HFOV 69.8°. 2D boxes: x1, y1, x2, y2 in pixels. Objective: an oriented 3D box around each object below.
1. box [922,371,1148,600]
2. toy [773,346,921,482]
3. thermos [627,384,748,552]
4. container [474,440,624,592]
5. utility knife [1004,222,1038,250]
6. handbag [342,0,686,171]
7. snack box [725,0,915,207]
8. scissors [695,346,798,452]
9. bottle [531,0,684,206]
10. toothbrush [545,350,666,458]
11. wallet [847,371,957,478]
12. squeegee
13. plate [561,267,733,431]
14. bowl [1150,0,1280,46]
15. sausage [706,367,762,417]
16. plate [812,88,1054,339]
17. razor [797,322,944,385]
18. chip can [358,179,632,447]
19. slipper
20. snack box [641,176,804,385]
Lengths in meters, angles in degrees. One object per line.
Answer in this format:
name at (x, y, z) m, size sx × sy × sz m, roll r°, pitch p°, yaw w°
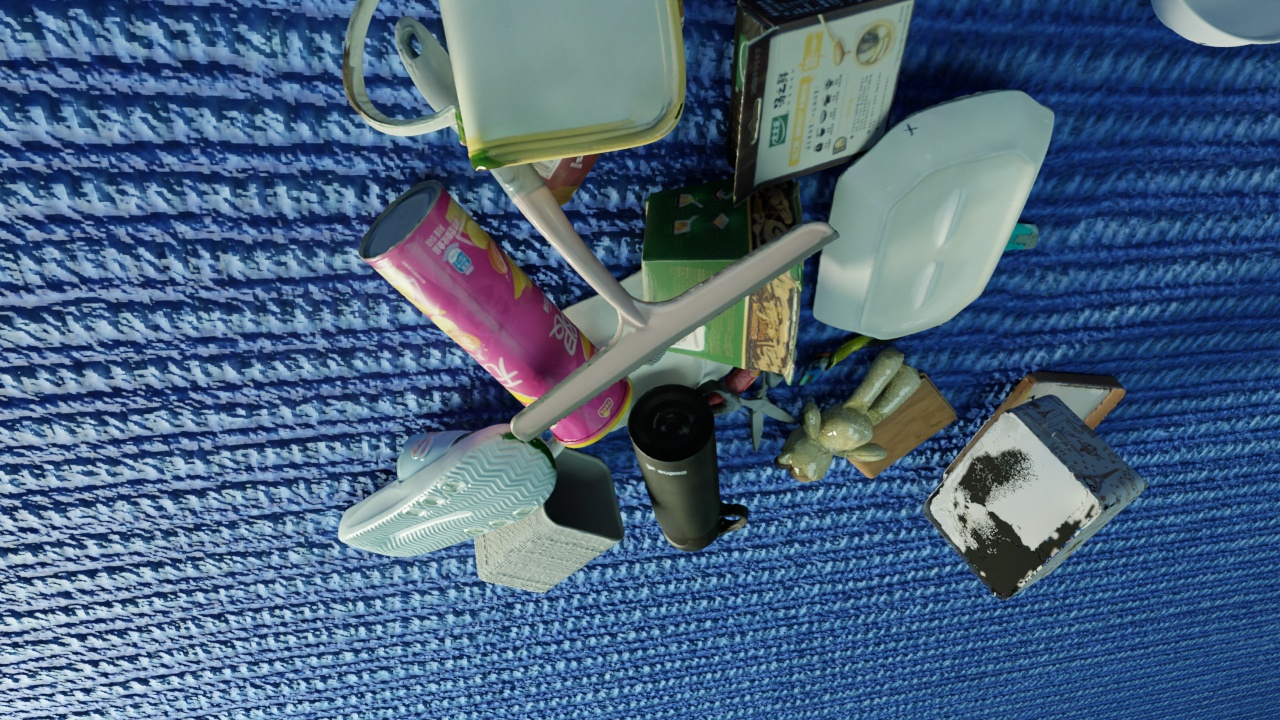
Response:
box at (0.424, 0.119, 0.956) m, size 0.192 × 0.156 × 0.184 m, roll -13°, pitch 144°, yaw -32°
toy at (0.193, 0.053, 0.856) m, size 0.105 × 0.066 × 0.157 m, roll 29°, pitch 114°, yaw -32°
thermos at (0.049, 0.105, 0.816) m, size 0.090 × 0.068 × 0.243 m, roll -2°, pitch 152°, yaw 8°
container at (-0.089, 0.147, 0.833) m, size 0.090 × 0.090 × 0.115 m, roll 23°, pitch 127°, yaw -36°
utility knife at (0.264, -0.101, 0.749) m, size 0.157 × 0.013 × 0.029 m, roll -2°, pitch 136°, yaw -18°
handbag at (-0.070, -0.182, 0.467) m, size 0.179 × 0.063 × 0.163 m, roll -7°, pitch 102°, yaw 9°
snack box at (0.102, -0.170, 0.571) m, size 0.125 × 0.053 × 0.113 m, roll -19°, pitch 139°, yaw -18°
scissors at (0.104, 0.037, 0.814) m, size 0.159 × 0.014 × 0.176 m, roll -6°, pitch 141°, yaw -32°
bottle at (-0.024, -0.171, 0.538) m, size 0.057 × 0.057 × 0.175 m, roll 17°, pitch 128°, yaw -33°
toothbrush at (-0.039, 0.042, 0.741) m, size 0.018 × 0.016 × 0.192 m, roll 15°, pitch 131°, yaw -41°
wallet at (0.254, 0.066, 0.920) m, size 0.115 × 0.020 × 0.101 m, roll -37°, pitch 136°, yaw 16°
squeegee at (-0.058, -0.091, 0.530) m, size 0.248 × 0.040 × 0.249 m, roll -34°, pitch 107°, yaw 21°
plate at (-0.004, 0.004, 0.750) m, size 0.164 × 0.034 × 0.164 m, roll -26°, pitch 137°, yaw 10°
bowl at (0.367, -0.246, 0.583) m, size 0.118 × 0.118 × 0.065 m, roll -13°, pitch 177°, yaw -6°
sausage at (0.081, 0.024, 0.813) m, size 0.020 × 0.020 × 0.156 m, roll 21°, pitch 125°, yaw -36°
plate at (0.217, -0.089, 0.687) m, size 0.162 × 0.034 × 0.266 m, roll -15°, pitch 150°, yaw -5°
razor at (0.204, -0.016, 0.811) m, size 0.143 × 0.022 × 0.043 m, roll -23°, pitch 169°, yaw -1°
chip can at (-0.093, -0.026, 0.632) m, size 0.071 × 0.071 × 0.210 m, roll -32°, pitch 126°, yaw 15°
slipper at (-0.166, 0.105, 0.776) m, size 0.246 × 0.074 × 0.104 m, roll -28°, pitch 141°, yaw 34°
snack box at (0.054, -0.059, 0.632) m, size 0.105 × 0.117 × 0.118 m, roll 0°, pitch 133°, yaw 5°
